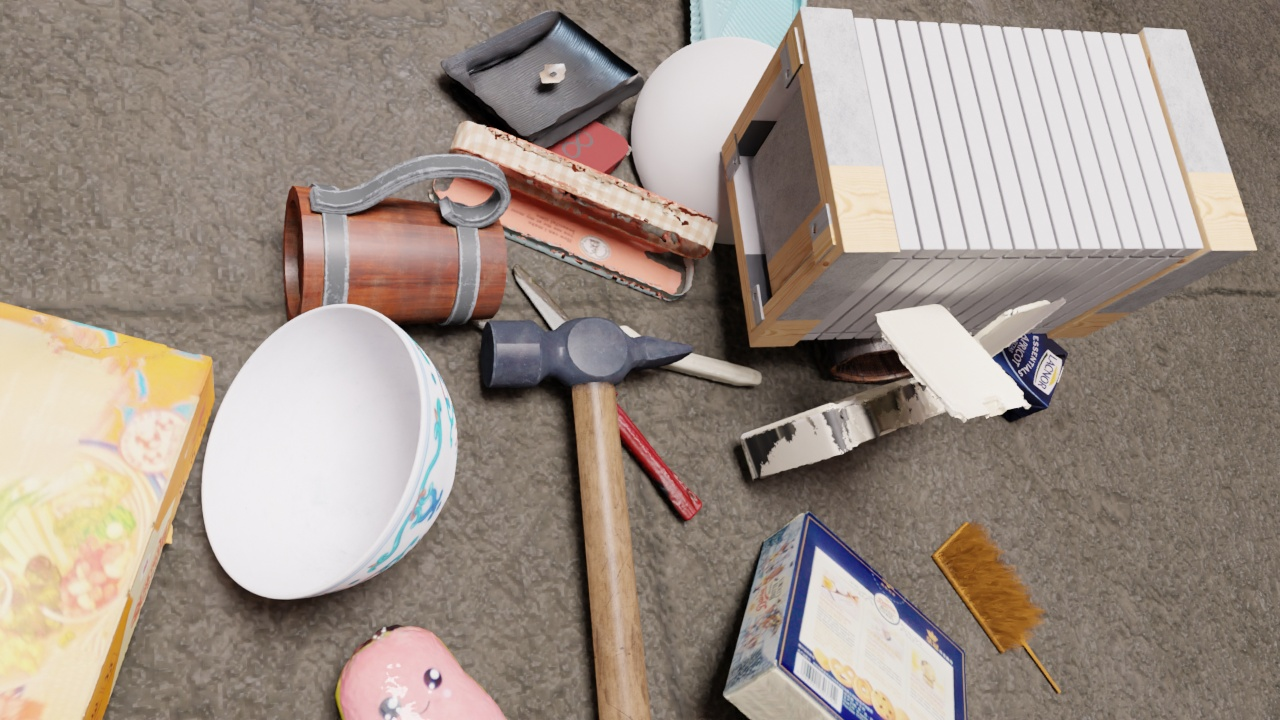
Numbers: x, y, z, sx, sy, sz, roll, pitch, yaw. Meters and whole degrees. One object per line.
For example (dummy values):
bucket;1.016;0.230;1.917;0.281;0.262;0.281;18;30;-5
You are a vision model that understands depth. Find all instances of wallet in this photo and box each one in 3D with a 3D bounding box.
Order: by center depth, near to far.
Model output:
wallet;-0.066;-0.191;0.627;0.089;0.026;0.114;42;58;18

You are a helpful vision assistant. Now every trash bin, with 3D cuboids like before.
trash bin;0.195;-0.102;0.560;0.246;0.143;0.142;-2;72;-13

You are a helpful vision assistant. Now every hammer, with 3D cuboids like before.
hammer;-0.015;0.130;0.524;0.129;0.040;0.321;-1;74;-21

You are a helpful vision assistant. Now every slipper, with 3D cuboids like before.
slipper;0.087;-0.305;0.721;0.116;0.070;0.275;8;65;-17

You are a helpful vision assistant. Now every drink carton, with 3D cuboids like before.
drink carton;0.264;-0.016;0.710;0.130;0.040;0.064;39;60;-6

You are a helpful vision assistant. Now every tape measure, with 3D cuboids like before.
tape measure;-0.043;-0.147;0.637;0.051;0.019;0.058;45;59;2

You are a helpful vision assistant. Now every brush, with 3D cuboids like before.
brush;0.259;0.176;0.645;0.048;0.017;0.126;-33;86;-30

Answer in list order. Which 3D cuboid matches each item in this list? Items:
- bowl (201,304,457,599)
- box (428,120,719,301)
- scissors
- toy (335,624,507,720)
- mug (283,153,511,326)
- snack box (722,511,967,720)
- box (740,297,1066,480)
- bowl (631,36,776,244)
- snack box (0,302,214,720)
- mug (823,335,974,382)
bowl;-0.143;0.051;0.470;0.074;0.144;0.143;32;50;-57
box;-0.041;-0.096;0.600;0.187;0.057;0.067;19;96;-15
scissors;-0.003;0.013;0.595;0.179;0.015;0.198;-17;77;-27
toy;-0.112;0.187;0.456;0.089;0.051;0.110;-26;82;-31
mug;-0.134;-0.067;0.512;0.111;0.118;0.081;-1;52;-28
snack box;0.126;0.181;0.533;0.144;0.043;0.144;42;29;-4
box;0.159;0.011;0.567;0.143;0.181;0.080;-14;82;-35
bowl;0.071;-0.159;0.647;0.149;0.043;0.149;0;91;-11
snack box;-0.290;0.078;0.403;0.145;0.081;0.195;17;64;-17
mug;0.183;-0.049;0.651;0.116;0.080;0.107;-8;71;14
